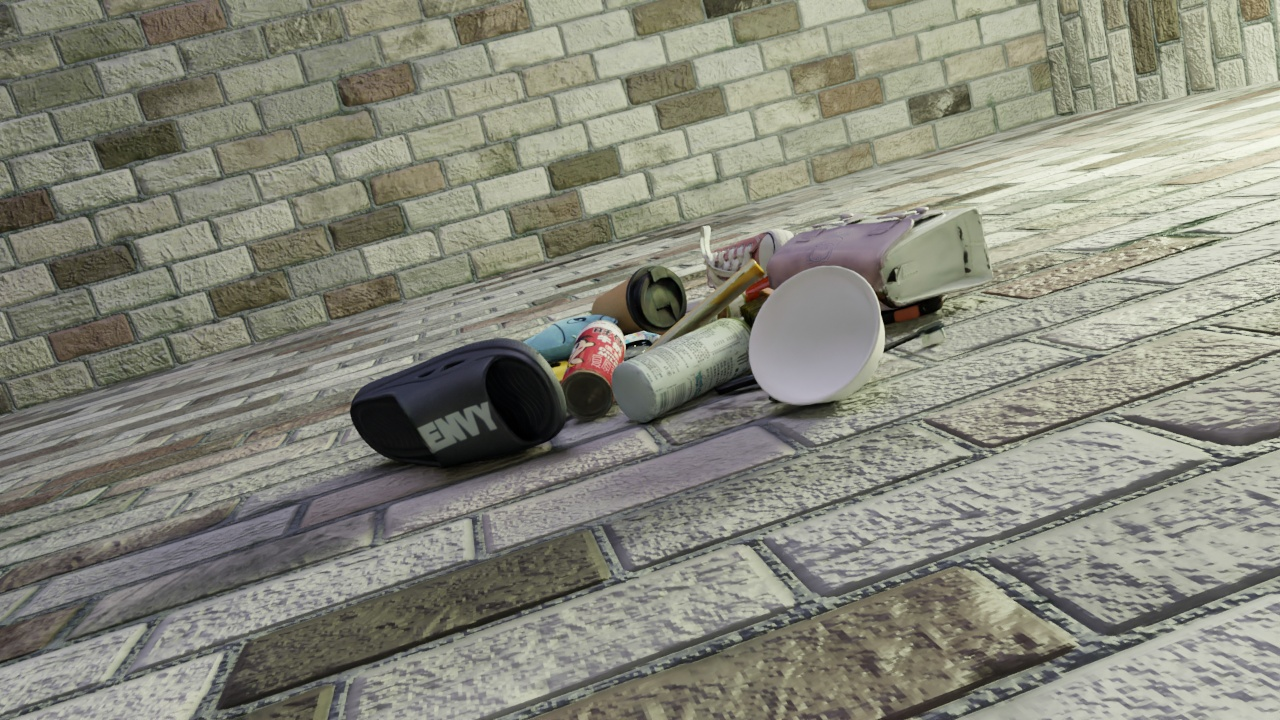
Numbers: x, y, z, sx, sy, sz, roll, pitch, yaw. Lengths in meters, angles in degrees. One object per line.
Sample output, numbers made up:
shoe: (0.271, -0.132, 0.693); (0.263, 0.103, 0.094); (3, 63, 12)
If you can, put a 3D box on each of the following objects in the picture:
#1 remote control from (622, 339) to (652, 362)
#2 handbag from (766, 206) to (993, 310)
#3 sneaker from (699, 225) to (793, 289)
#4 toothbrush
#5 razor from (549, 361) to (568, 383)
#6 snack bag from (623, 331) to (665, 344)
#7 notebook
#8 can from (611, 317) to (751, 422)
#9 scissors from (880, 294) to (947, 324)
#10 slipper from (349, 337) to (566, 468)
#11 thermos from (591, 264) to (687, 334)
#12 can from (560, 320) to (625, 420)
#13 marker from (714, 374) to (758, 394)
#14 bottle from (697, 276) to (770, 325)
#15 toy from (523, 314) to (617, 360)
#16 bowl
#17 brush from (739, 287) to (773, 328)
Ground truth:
remote control: (-0.006, 0.006, 1.002); (0.053, 0.024, 0.136); (-19, 16, 4)
handbag: (0.245, -0.106, 0.977); (0.144, 0.098, 0.197); (-26, 15, -22)
sneaker: (0.134, -0.132, 1.279); (0.087, 0.118, 0.241); (0, 1, -19)
toothbrush: (0.191, 0.003, 0.800); (0.181, 0.018, 0.016); (-21, 12, -15)
razor: (-0.128, 0.028, 0.980); (0.062, 0.067, 0.167); (-6, 8, 33)
snack bag: (-0.013, -0.017, 1.121); (0.105, 0.026, 0.045); (-17, 9, -20)
notebook: (0.069, -0.051, 0.959); (0.146, 0.010, 0.206); (-41, -4, 9)
can: (0.044, 0.006, 0.858); (0.146, 0.058, 0.058); (-24, 15, -37)
scissors: (0.215, -0.041, 0.971); (0.189, 0.015, 0.223); (-6, 16, 38)
slipper: (-0.180, 0.059, 0.830); (0.269, 0.111, 0.083); (-13, 27, 36)
thermos: (-0.005, -0.074, 1.239); (0.092, 0.093, 0.143); (-23, 7, -33)
can: (-0.046, 0.007, 0.924); (0.053, 0.053, 0.132); (-13, 23, 11)
marker: (0.123, 0.010, 0.822); (0.124, 0.015, 0.018); (-18, 6, 24)
bottle: (0.171, -0.085, 1.128); (0.206, 0.060, 0.060); (-17, 12, -8)
toy: (-0.108, -0.027, 1.233); (0.161, 0.050, 0.156); (-22, 11, -2)
bowl: (0.155, -0.010, 0.748); (0.118, 0.118, 0.064); (-5, -24, 41)
brush: (0.146, -0.037, 0.887); (0.073, 0.063, 0.145); (-27, 17, -2)
